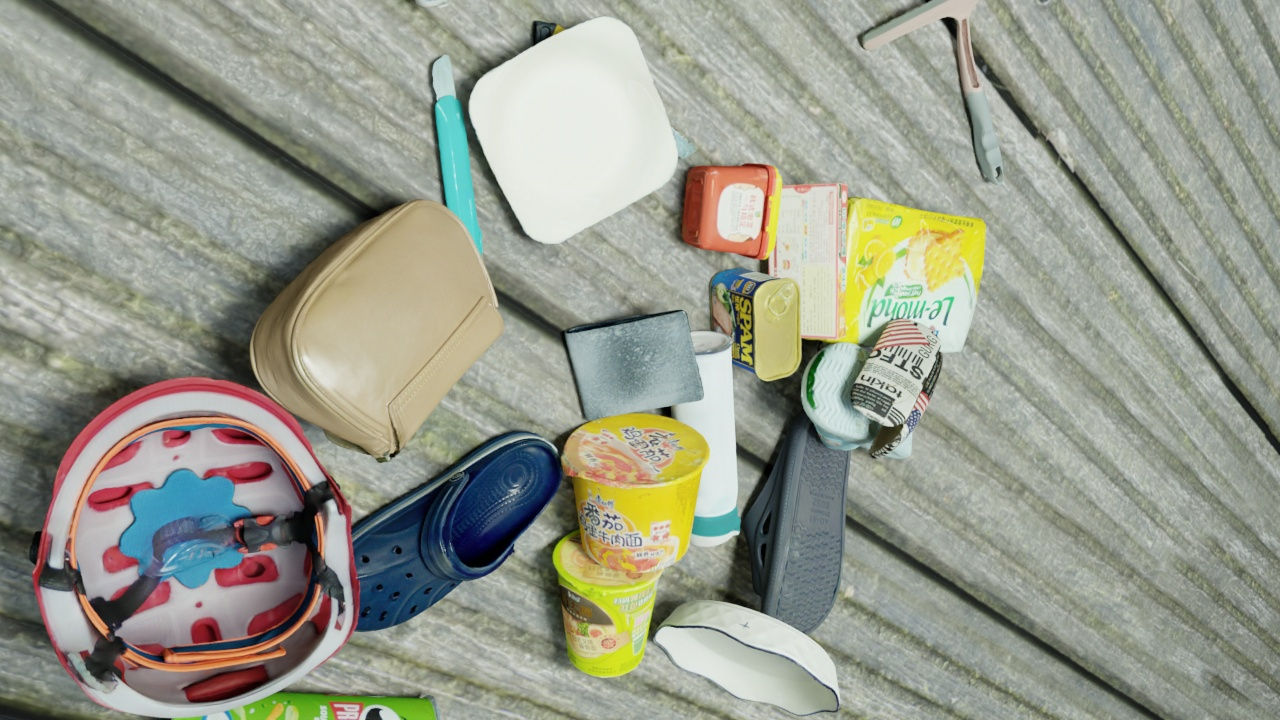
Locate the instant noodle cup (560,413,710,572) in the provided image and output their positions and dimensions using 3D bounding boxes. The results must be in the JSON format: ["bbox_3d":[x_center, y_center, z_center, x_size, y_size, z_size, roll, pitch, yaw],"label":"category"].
[{"bbox_3d":[-0.004,0.130,0.891,0.137,0.138,0.110,-12,119,-27],"label":"instant noodle cup"}]

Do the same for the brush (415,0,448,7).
[{"bbox_3d":[-0.062,-0.368,0.757,0.313,0.060,0.109,-35,124,-20],"label":"brush"}]

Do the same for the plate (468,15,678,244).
[{"bbox_3d":[-0.058,-0.201,0.804,0.164,0.034,0.164,-30,121,-9],"label":"plate"}]

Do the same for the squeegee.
[{"bbox_3d":[0.378,-0.309,1.033,0.247,0.040,0.250,-28,123,-3],"label":"squeegee"}]

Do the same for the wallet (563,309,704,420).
[{"bbox_3d":[-0.005,0.005,0.884,0.121,0.019,0.097,-10,114,7],"label":"wallet"}]

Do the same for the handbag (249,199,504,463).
[{"bbox_3d":[-0.202,-0.027,0.724,0.148,0.100,0.203,57,45,-24],"label":"handbag"}]

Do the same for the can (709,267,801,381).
[{"bbox_3d":[0.115,-0.039,0.933,0.057,0.083,0.102,-14,110,-27],"label":"can"}]

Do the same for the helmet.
[{"bbox_3d":[-0.336,0.135,0.692,0.206,0.144,0.240,-11,93,-34],"label":"helmet"}]

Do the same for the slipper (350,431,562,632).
[{"bbox_3d":[-0.168,0.162,0.825,0.252,0.095,0.105,-36,116,-21],"label":"slipper"}]

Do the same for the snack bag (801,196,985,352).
[{"bbox_3d":[0.282,-0.094,1.022,0.246,0.068,0.158,4,102,-31],"label":"snack bag"}]

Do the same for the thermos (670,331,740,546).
[{"bbox_3d":[0.064,0.086,0.952,0.073,0.073,0.224,-14,111,-26],"label":"thermos"}]

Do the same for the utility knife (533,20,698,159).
[{"bbox_3d":[-0.018,-0.242,0.836,0.202,0.015,0.033,30,91,-33],"label":"utility knife"}]

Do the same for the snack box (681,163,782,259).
[{"bbox_3d":[0.087,-0.147,0.889,0.080,0.082,0.091,1,103,-20],"label":"snack box"}]

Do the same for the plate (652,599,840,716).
[{"bbox_3d":[0.116,0.317,0.982,0.205,0.205,0.045,46,53,-31],"label":"plate"}]

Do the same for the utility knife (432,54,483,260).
[{"bbox_3d":[-0.156,-0.164,0.781,0.029,0.013,0.183,-15,113,-29],"label":"utility knife"}]

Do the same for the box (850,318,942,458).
[{"bbox_3d":[0.264,0.031,0.953,0.161,0.075,0.087,-51,157,-44],"label":"box"}]

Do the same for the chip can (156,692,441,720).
[{"bbox_3d":[-0.298,0.330,0.810,0.235,0.072,0.072,16,96,-32],"label":"chip can"}]

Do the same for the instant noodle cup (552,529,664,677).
[{"bbox_3d":[-0.033,0.247,0.924,0.111,0.112,0.123,-10,116,-27],"label":"instant noodle cup"}]

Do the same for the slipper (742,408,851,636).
[{"bbox_3d":[0.174,0.182,1.043,0.110,0.083,0.267,20,75,-35],"label":"slipper"}]

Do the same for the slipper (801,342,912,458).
[{"bbox_3d":[0.235,0.052,1.012,0.245,0.074,0.104,26,63,-49],"label":"slipper"}]

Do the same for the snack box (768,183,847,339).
[{"bbox_3d":[0.170,-0.101,0.939,0.027,0.077,0.156,-15,107,-55],"label":"snack box"}]
